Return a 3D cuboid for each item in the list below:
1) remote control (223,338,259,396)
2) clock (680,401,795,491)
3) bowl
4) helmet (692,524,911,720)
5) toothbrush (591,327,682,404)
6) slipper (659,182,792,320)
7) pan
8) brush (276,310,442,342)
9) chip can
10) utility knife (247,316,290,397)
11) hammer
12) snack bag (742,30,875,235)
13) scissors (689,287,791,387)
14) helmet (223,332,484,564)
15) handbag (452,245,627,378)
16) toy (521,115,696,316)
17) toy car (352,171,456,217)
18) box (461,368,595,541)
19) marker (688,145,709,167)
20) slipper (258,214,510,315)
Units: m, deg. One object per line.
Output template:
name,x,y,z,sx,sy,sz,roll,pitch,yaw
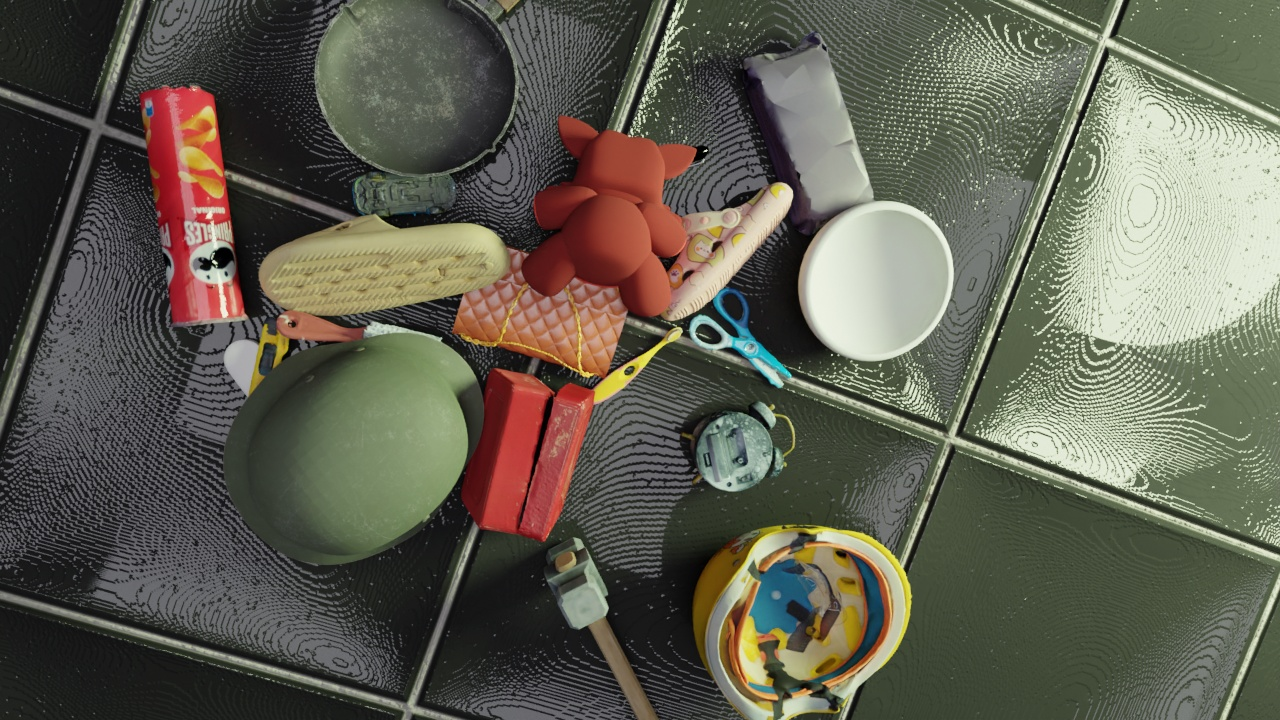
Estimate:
remote control,-0.393,0.037,0.981,0.043,0.013,0.136,-34,100,-3
clock,0.115,0.097,1.040,0.129,0.052,0.090,-13,97,-6
bowl,0.254,-0.091,1.027,0.176,0.066,0.177,-3,105,-11
helmet,0.162,0.275,1.026,0.239,0.140,0.209,-14,98,-19
toothbrush,-0.006,0.006,1.031,0.135,0.016,0.021,-38,101,-3
slipper,0.079,-0.130,1.001,0.197,0.093,0.081,-45,80,-3
pan,-0.177,-0.342,0.959,0.207,0.040,0.356,44,81,-5
brush,-0.291,-0.026,0.962,0.172,0.030,0.040,13,63,-19
chip can,-0.450,-0.152,0.923,0.073,0.073,0.233,-6,96,-8
utility knife,-0.396,0.029,0.965,0.030,0.017,0.155,14,97,0
hammer,-0.018,0.353,1.033,0.051,0.117,0.323,-26,107,-5
snack bag,0.189,-0.248,1.010,0.096,0.058,0.205,-23,100,-5
scissors,0.126,-0.023,1.049,0.140,0.015,0.083,36,88,-7
helmet,-0.266,0.086,0.889,0.267,0.154,0.227,-40,103,-16
handbag,-0.105,-0.054,0.991,0.172,0.060,0.109,17,97,-9
toy,-0.029,-0.154,0.949,0.158,0.121,0.196,11,64,-4
toy car,-0.249,-0.175,0.969,0.105,0.032,0.048,-9,95,-20
box,-0.126,0.095,0.966,0.122,0.136,0.157,17,93,-4
marker,0.011,-0.211,1.011,0.138,0.016,0.022,-18,102,-4
slipper,-0.261,-0.111,0.935,0.261,0.111,0.079,-6,61,8
